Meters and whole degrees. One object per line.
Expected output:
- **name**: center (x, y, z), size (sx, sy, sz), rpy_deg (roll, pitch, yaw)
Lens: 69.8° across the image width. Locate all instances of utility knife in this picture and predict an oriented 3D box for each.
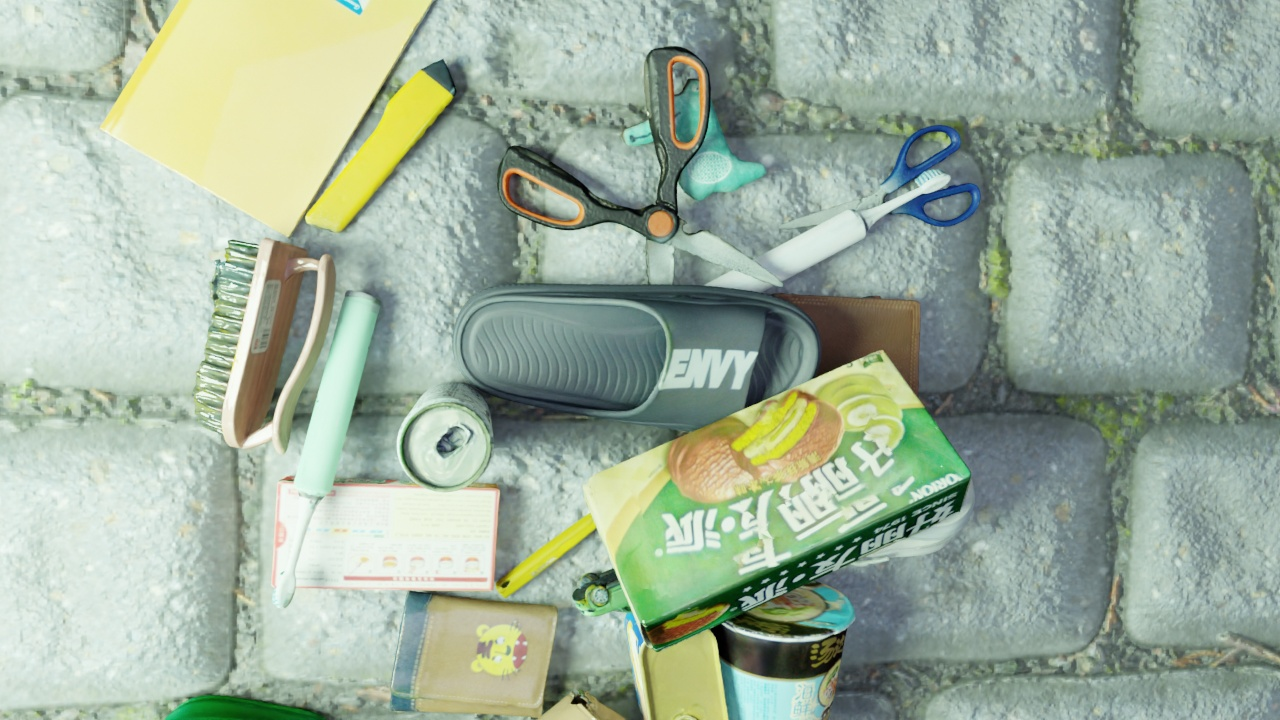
- **utility knife**: center (-0.186, -0.154, 0.662), size (0.033, 0.015, 0.153), rpy_deg (39, 86, -3)

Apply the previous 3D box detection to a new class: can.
- **can**: center (0.024, 0.234, 0.682), size (0.057, 0.083, 0.102), rpy_deg (-10, 94, -10)
- **can**: center (-0.128, 0.048, 0.614), size (0.058, 0.147, 0.058), rpy_deg (-1, 93, -10)

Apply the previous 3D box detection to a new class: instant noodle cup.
- **instant noodle cup**: center (0.103, 0.238, 0.692), size (0.111, 0.111, 0.120), rpy_deg (-2, 100, -10)

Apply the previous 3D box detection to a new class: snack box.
- **snack box**: center (-0.183, 0.127, 0.669), size (0.155, 0.027, 0.077), rpy_deg (4, 91, -11)
- **snack box**: center (0.091, 0.094, 0.631), size (0.240, 0.063, 0.114), rpy_deg (-23, 56, -5)

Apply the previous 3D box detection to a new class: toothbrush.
- **toothbrush**: center (-0.220, 0.059, 0.638), size (0.026, 0.027, 0.224), rpy_deg (20, 76, -37)
- **toothbrush**: center (0.143, -0.094, 0.710), size (0.221, 0.027, 0.026), rpy_deg (-28, 53, -4)
- **toothbrush**: center (-0.032, 0.115, 0.686), size (0.190, 0.016, 0.015), rpy_deg (-37, 69, 2)

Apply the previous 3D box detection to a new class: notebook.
- **notebook**: center (-0.260, -0.211, 0.648), size (0.146, 0.010, 0.206), rpy_deg (30, 87, -10)

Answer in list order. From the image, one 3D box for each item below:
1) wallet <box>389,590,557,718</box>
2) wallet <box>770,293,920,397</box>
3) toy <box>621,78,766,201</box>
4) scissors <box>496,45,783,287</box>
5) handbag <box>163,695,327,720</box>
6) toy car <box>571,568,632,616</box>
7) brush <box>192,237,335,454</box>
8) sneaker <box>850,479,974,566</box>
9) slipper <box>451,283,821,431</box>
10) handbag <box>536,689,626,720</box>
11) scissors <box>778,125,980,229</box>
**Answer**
- **wallet**: center (-0.124, 0.221, 0.683), size (0.115, 0.033, 0.090), rpy_deg (9, 91, -14)
- **wallet**: center (0.161, -0.002, 0.725), size (0.124, 0.032, 0.101), rpy_deg (2, 89, -11)
- **toy**: center (0.038, -0.166, 0.696), size (0.096, 0.030, 0.092), rpy_deg (-19, 91, -2)
- **scissors**: center (0.005, -0.120, 0.679), size (0.234, 0.021, 0.221), rpy_deg (16, 99, 0)
- **handbag**: center (-0.281, 0.303, 0.638), size (0.131, 0.068, 0.120), rpy_deg (13, 91, -10)
- **toy car**: center (-0.007, 0.170, 0.694), size (0.091, 0.043, 0.036), rpy_deg (-17, 96, -9)
- **brush**: center (-0.258, -0.010, 0.631), size (0.073, 0.063, 0.145), rpy_deg (13, 91, 0)
- **sneaker**: center (0.125, 0.115, 0.705), size (0.242, 0.091, 0.089), rpy_deg (-1, 58, 7)
- **slipper**: center (-0.004, 0.004, 0.649), size (0.268, 0.083, 0.111), rpy_deg (5, 106, -1)
- **handbag**: center (-0.070, 0.347, 0.662), size (0.204, 0.100, 0.148), rpy_deg (-33, 101, -11)
- **scissors**: center (0.198, -0.119, 0.735), size (0.140, 0.012, 0.171), rpy_deg (36, 89, -11)
